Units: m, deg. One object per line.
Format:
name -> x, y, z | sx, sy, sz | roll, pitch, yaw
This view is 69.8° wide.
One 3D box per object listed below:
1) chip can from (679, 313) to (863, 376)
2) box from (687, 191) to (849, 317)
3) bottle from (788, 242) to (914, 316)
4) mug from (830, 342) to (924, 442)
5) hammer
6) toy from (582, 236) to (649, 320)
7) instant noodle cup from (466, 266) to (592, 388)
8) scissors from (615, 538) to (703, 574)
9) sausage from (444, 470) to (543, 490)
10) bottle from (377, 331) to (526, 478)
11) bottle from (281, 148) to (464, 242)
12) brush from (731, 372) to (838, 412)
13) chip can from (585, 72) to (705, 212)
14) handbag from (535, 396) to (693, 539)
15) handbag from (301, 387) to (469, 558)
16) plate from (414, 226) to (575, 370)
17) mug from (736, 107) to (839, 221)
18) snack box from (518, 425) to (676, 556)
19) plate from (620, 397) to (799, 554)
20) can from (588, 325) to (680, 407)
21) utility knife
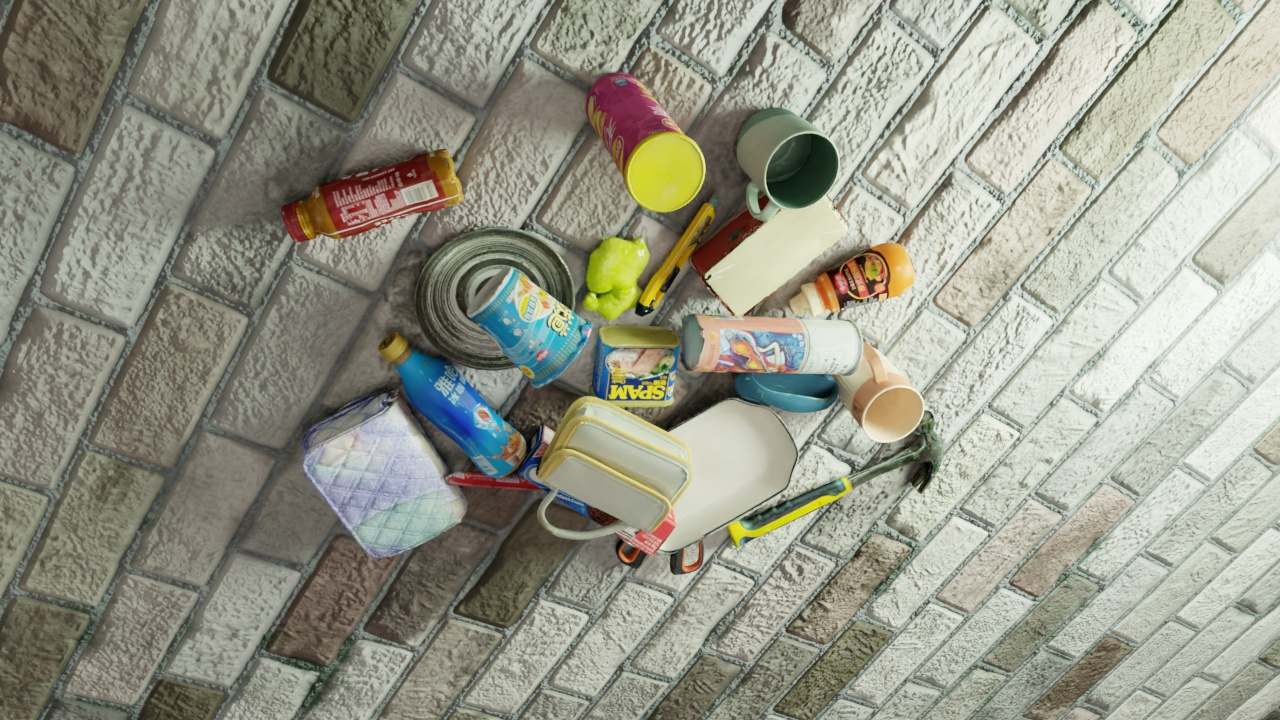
chip can -> 0.157, -0.019, 1.103 | 0.214, 0.071, 0.071 | 2, 120, -20
box -> 0.148, -0.129, 1.044 | 0.168, 0.076, 0.091 | -39, 121, 11
bottle -> 0.250, -0.090, 1.107 | 0.149, 0.066, 0.067 | -21, 123, 7
mug -> 0.293, 0.029, 1.159 | 0.081, 0.105, 0.115 | -23, 123, 0
hammer -> 0.275, 0.185, 1.293 | 0.323, 0.032, 0.126 | -25, 122, 1
toy -> -0.029, -0.094, 1.046 | 0.096, 0.031, 0.100 | -28, 127, 0
instant noodle cup -> -0.124, -0.042, 0.994 | 0.099, 0.099, 0.110 | -43, 111, 12
scissors -> 0.055, 0.205, 1.252 | 0.227, 0.021, 0.198 | -42, 113, 13
sausage -> -0.176, 0.149, 1.140 | 0.155, 0.020, 0.020 | 12, 118, -41
bottle -> -0.220, 0.050, 1.065 | 0.065, 0.065, 0.219 | -35, 122, 7
bottle -> -0.270, -0.163, 0.927 | 0.175, 0.057, 0.057 | -17, 123, -4
brush -> 0.186, 0.036, 1.155 | 0.143, 0.073, 0.055 | 9, 121, -19
chip can -> -0.002, -0.214, 0.874 | 0.071, 0.210, 0.071 | -7, 123, -11
handbag -> -0.042, 0.151, 1.087 | 0.163, 0.063, 0.179 | 27, 109, -10
handbag -> -0.304, 0.135, 1.089 | 0.134, 0.075, 0.194 | -25, 125, -4
plate -> -0.163, -0.069, 1.033 | 0.179, 0.024, 0.180 | -6, 120, -10
mug -> 0.146, -0.206, 0.978 | 0.082, 0.106, 0.112 | 17, 114, -24
snack box -> -0.054, 0.162, 1.150 | 0.207, 0.058, 0.057 | 34, 104, -12
plate -> 0.074, 0.147, 1.196 | 0.266, 0.034, 0.162 | -32, 109, 10
can -> -0.007, 0.006, 1.098 | 0.102, 0.057, 0.083 | 0, 118, -14
utility knife -> 0.044, -0.118, 1.049 | 0.168, 0.015, 0.033 | -57, 152, 16
